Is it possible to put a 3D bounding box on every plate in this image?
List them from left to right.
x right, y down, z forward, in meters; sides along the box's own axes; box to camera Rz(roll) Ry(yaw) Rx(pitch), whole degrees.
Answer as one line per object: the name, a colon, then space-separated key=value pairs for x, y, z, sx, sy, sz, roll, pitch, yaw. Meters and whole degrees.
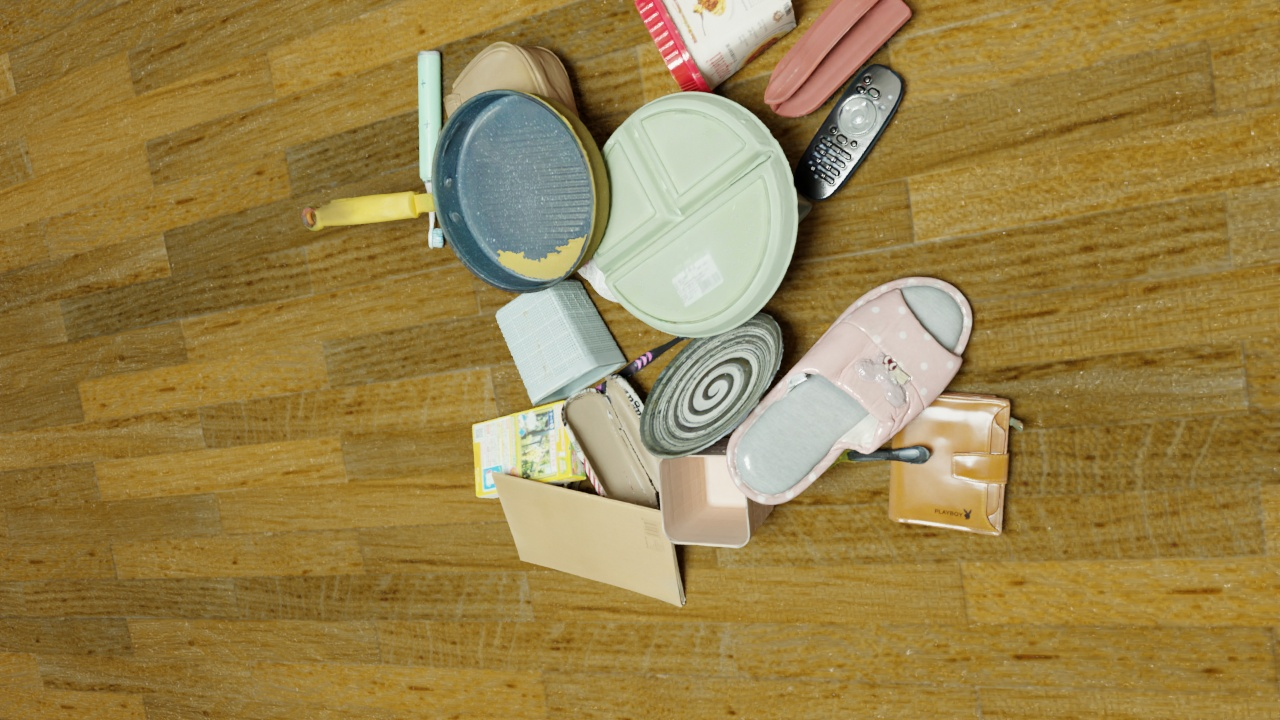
plate: x=0.038 y=-0.133 z=0.858 sx=0.231 sy=0.027 sz=0.230 roll=9 pitch=105 yaw=35
plate: x=0.071 y=0.028 z=0.901 sx=0.180 sy=0.179 sz=0.024 roll=-34 pitch=120 yaw=25

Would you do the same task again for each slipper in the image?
slipper: x=0.191 y=0.026 z=0.833 sx=0.274 sy=0.054 sz=0.114 roll=-40 pitch=89 yaw=-3

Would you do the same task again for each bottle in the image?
bottle: x=-0.027 y=-0.096 z=0.967 sx=0.108 sy=0.063 sz=0.063 roll=26 pitch=108 yaw=18

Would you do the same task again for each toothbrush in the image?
toothbrush: x=-0.243 y=-0.243 z=1.064 sx=0.027 sy=0.026 sz=0.224 roll=2 pitch=99 yaw=2
toothbrush: x=-0.006 y=0.006 z=0.999 sx=0.190 sy=0.017 sz=0.014 roll=-34 pitch=74 yaw=26

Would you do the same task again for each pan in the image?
pan: x=-0.197 y=-0.162 z=0.933 sx=0.358 sy=0.078 sz=0.198 roll=1 pitch=106 yaw=31

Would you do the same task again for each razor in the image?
razor: x=0.215 y=0.092 z=0.895 sx=0.143 sy=0.022 sz=0.042 roll=-5 pitch=82 yaw=40

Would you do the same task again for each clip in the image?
clip: x=-0.063 y=0.130 z=1.034 sx=0.098 sy=0.035 sz=0.099 roll=-25 pitch=83 yaw=24

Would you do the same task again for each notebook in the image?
notebook: x=-0.057 y=0.196 z=1.011 sx=0.212 sy=0.012 sz=0.150 roll=10 pitch=133 yaw=23

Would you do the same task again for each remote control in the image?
remote control: x=0.197 y=-0.213 z=0.868 sx=0.053 sy=0.024 sz=0.137 roll=40 pitch=109 yaw=17

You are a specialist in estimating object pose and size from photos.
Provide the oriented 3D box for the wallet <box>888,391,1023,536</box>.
wallet: x=0.297 y=0.095 z=0.867 sx=0.119 sy=0.035 sz=0.131 roll=5 pitch=100 yaw=31

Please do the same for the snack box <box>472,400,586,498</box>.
snack box: x=-0.128 y=0.103 z=1.041 sx=0.141 sy=0.033 sz=0.086 roll=-17 pitch=71 yaw=32

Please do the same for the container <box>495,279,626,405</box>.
container: x=-0.088 y=-0.024 z=0.994 sx=0.090 sy=0.090 sz=0.111 roll=-30 pitch=82 yaw=25

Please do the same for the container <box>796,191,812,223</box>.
container: x=0.088 y=-0.159 z=0.892 sx=0.090 sy=0.090 sz=0.114 roll=-46 pitch=76 yaw=23

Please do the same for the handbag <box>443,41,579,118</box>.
handbag: x=-0.125 y=-0.225 z=0.978 sx=0.148 sy=0.099 sz=0.204 roll=-12 pitch=93 yaw=33

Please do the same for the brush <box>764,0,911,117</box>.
brush: x=0.173 y=-0.284 z=0.842 sx=0.146 sy=0.069 sz=0.063 roll=-44 pitch=73 yaw=24

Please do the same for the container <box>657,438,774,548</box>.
container: x=0.081 y=0.127 z=0.924 sx=0.090 sy=0.110 sz=0.090 roll=-2 pitch=97 yaw=25

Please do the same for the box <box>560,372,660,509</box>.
box: x=-0.015 y=0.096 z=0.981 sx=0.086 sy=0.075 sz=0.162 roll=-33 pitch=83 yaw=52

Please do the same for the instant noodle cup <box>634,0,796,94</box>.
instant noodle cup: x=0.074 y=-0.325 z=0.867 sx=0.124 sy=0.116 sz=0.116 roll=-28 pitch=86 yaw=13
